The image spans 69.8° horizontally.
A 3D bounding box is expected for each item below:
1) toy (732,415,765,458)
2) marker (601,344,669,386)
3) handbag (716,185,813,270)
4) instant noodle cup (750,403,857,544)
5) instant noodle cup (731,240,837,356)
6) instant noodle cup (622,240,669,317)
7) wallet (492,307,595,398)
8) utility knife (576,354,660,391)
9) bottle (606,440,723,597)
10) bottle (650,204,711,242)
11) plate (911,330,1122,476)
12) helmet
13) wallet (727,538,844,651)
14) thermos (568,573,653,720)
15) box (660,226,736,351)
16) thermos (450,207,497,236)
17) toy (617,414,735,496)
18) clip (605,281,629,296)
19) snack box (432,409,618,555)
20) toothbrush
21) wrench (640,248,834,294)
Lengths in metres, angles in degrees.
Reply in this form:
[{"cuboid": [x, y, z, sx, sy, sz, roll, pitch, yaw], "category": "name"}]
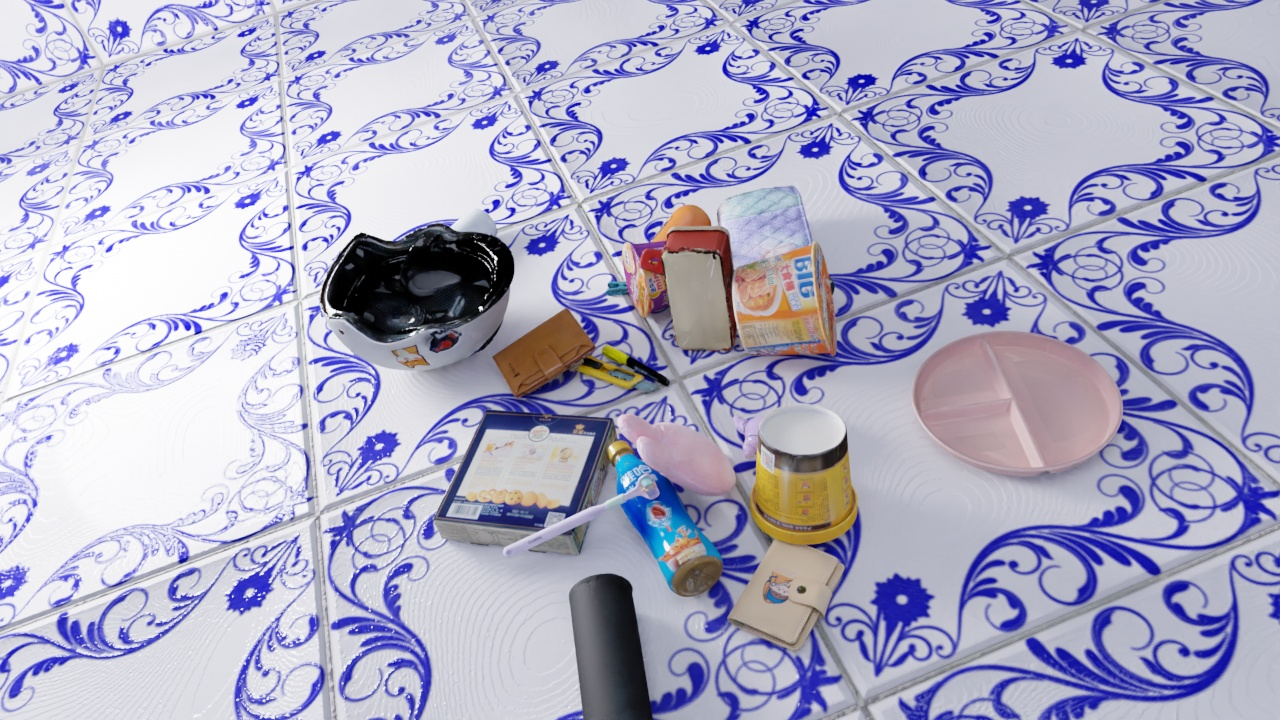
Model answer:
[{"cuboid": [0.170, 0.082, 1.112, 0.108, 0.039, 0.083, -16, 33, 0], "category": "toy"}, {"cuboid": [-0.007, 0.007, 1.257, 0.124, 0.018, 0.015, 28, 58, 36], "category": "marker"}, {"cuboid": [0.185, -0.175, 1.360, 0.134, 0.076, 0.193, -11, 40, 10], "category": "handbag"}, {"cuboid": [0.177, 0.119, 1.000, 0.118, 0.115, 0.118, -6, 33, 4], "category": "instant noodle cup"}, {"cuboid": [0.189, -0.072, 1.201, 0.112, 0.151, 0.151, -8, 42, 19], "category": "instant noodle cup"}, {"cuboid": [0.036, -0.127, 1.332, 0.099, 0.112, 0.111, -14, 41, -14], "category": "instant noodle cup"}, {"cuboid": [-0.136, -0.009, 1.287, 0.132, 0.031, 0.107, -33, 43, -3], "category": "wallet"}, {"cuboid": [-0.049, 0.012, 1.264, 0.181, 0.015, 0.033, 19, 55, 32], "category": "utility knife"}, {"cuboid": [0.018, 0.169, 1.041, 0.065, 0.065, 0.218, -24, 42, -11], "category": "bottle"}, {"cuboid": [0.045, -0.176, 1.413, 0.067, 0.067, 0.149, 28, 64, 37], "category": "bottle"}, {"cuboid": [0.439, 0.049, 1.081, 0.229, 0.028, 0.229, -8, 41, 7], "category": "plate"}, {"cuboid": [-0.313, -0.073, 1.327, 0.274, 0.157, 0.229, -7, 48, -6], "category": "helmet"}, {"cuboid": [0.155, 0.241, 0.957, 0.087, 0.024, 0.114, 18, 50, 29], "category": "wallet"}, {"cuboid": [-0.036, 0.326, 0.881, 0.090, 0.068, 0.242, -9, 42, -2], "category": "thermos"}, {"cuboid": [0.078, -0.089, 1.224, 0.091, 0.168, 0.075, 2, 42, 17], "category": "box"}, {"cuboid": [-0.319, -0.162, 1.492, 0.070, 0.070, 0.219, 14, 49, 28], "category": "thermos"}, {"cuboid": [0.041, 0.106, 1.056, 0.054, 0.159, 0.121, -56, 39, 12], "category": "toy"}, {"cuboid": [-0.025, -0.110, 1.392, 0.057, 0.014, 0.047, 0, 42, 14], "category": "clip"}, {"cuboid": [-0.136, 0.144, 1.124, 0.178, 0.046, 0.182, 3, 45, 18], "category": "snack box"}, {"cuboid": [-0.068, 0.177, 1.018, 0.189, 0.021, 0.029, -26, 86, 6], "category": "toothbrush"}, {"cuboid": [0.134, -0.115, 1.271, 0.273, 0.056, 0.016, 9, 21, -4], "category": "wrench"}]
